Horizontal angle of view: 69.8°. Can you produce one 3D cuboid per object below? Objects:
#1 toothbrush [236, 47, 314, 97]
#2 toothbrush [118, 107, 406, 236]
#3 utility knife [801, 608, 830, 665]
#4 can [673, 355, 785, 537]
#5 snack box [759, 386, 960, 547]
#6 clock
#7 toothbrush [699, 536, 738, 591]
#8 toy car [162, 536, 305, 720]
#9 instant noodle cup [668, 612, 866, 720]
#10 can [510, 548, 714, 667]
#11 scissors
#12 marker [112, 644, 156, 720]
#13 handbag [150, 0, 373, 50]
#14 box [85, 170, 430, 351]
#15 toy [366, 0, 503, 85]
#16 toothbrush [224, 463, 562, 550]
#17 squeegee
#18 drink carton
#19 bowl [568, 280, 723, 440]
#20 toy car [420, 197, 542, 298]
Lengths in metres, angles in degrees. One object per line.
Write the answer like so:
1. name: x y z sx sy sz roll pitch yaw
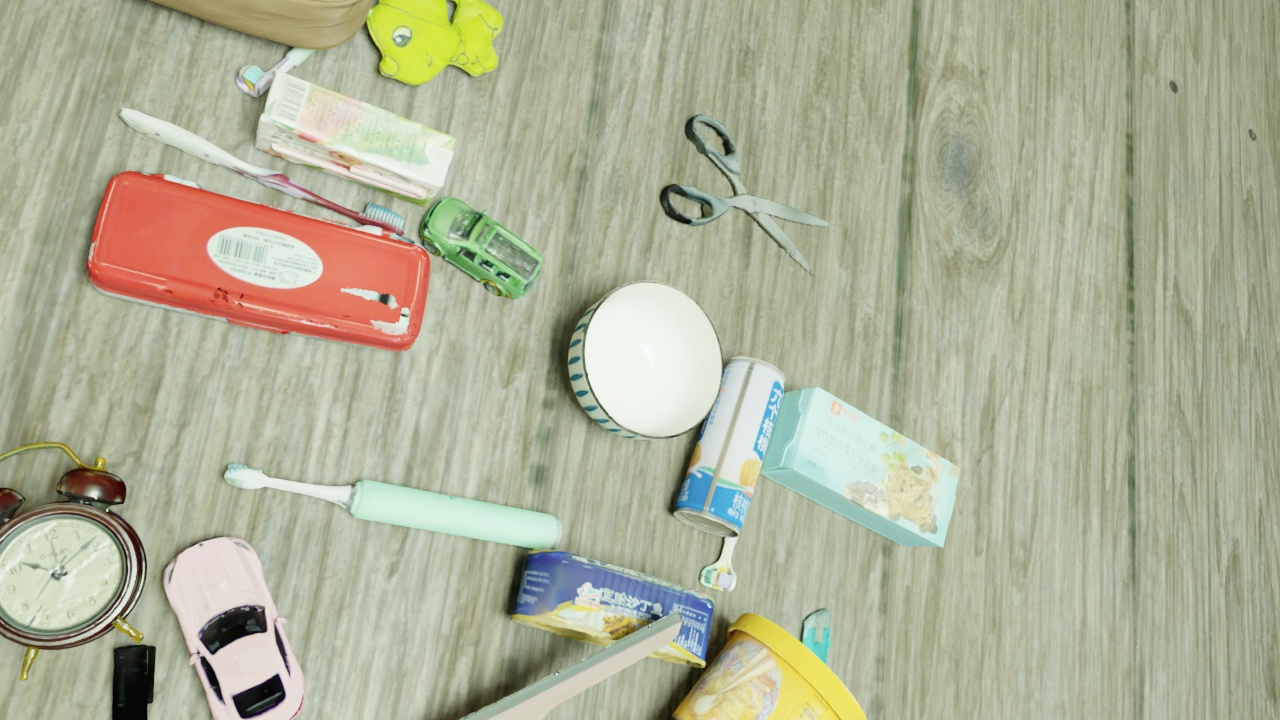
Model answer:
1. toothbrush: -0.210 -0.249 0.648 0.188 0.029 0.021 -54 146 -26
2. toothbrush: -0.244 -0.124 0.608 0.187 0.016 0.017 23 63 -23
3. utility knife: 0.137 0.293 0.733 0.029 0.013 0.186 13 75 -25
4. can: 0.072 0.066 0.718 0.053 0.053 0.134 28 69 -21
5. snack box: 0.187 0.093 0.775 0.174 0.052 0.074 28 70 -21
6. clock: -0.320 0.105 0.503 0.081 0.055 0.122 -15 86 -29
7. toothbrush: 0.086 0.092 0.741 0.020 0.029 0.189 55 49 -58
8. toy car: -0.241 0.164 0.546 0.056 0.037 0.122 -21 90 -31
9. instant noodle cup: 0.080 0.264 0.656 0.114 0.119 0.118 -43 101 -20
10. can: -0.017 0.174 0.641 0.148 0.075 0.049 22 67 -23
11. scissors: 0.090 -0.138 0.791 0.177 0.014 0.159 -18 92 -31
12. marker: -0.288 0.229 0.519 0.022 0.020 0.132 8 74 -53
13. handbag: -0.263 -0.292 0.577 0.204 0.100 0.147 14 70 -20
14. box: -0.237 -0.062 0.591 0.201 0.047 0.086 13 75 -25
15. toy: -0.151 -0.241 0.670 0.100 0.031 0.096 14 75 -30
16. toothbrush: -0.157 0.097 0.608 0.224 0.027 0.026 15 103 -25
17. squeegee: -0.045 0.319 0.615 0.247 0.040 0.249 -24 102 -8
18. drink carton: -0.192 -0.145 0.618 0.122 0.054 0.045 19 74 -23
19. bowl: -0.004 0.004 0.682 0.116 0.066 0.116 5 79 -28
20. toy car: -0.113 -0.082 0.660 0.091 0.036 0.043 31 69 -15
